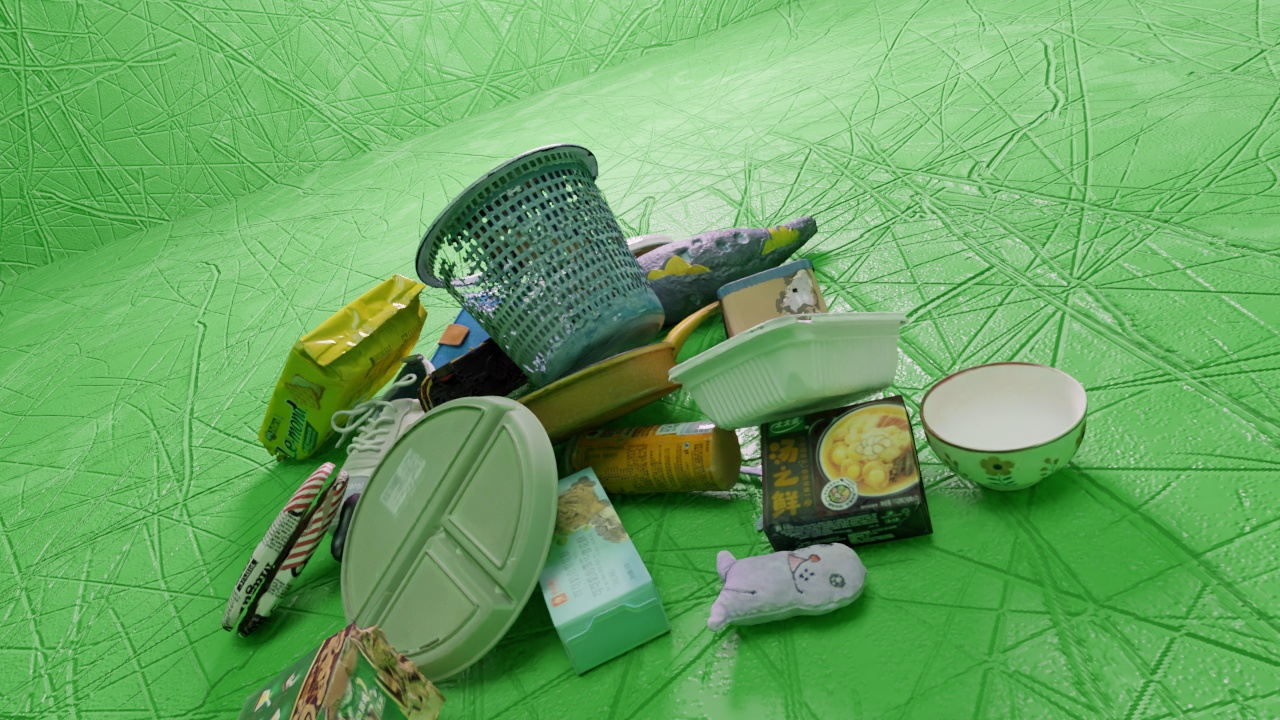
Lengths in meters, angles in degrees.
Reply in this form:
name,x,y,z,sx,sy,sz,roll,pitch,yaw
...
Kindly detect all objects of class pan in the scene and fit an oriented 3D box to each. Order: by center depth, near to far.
name,x,y,z,sx,sy,sz,roll,pitch,yaw
pan,-0.005,0.005,0.883,0.356,0.078,0.198,-19,-7,-42

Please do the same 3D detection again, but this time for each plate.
name,x,y,z,sx,sy,sz,roll,pitch,yaw
plate,-0.157,0.130,0.712,0.231,0.027,0.229,-21,54,31

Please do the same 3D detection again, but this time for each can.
name,x,y,z,sx,sy,sz,roll,pitch,yaw
can,0.010,0.084,0.782,0.146,0.058,0.058,-7,29,29

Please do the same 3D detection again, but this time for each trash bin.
name,x,y,z,sx,sy,sz,roll,pitch,yaw
trash bin,-0.088,-0.077,0.955,0.226,0.195,0.227,-33,-13,-9

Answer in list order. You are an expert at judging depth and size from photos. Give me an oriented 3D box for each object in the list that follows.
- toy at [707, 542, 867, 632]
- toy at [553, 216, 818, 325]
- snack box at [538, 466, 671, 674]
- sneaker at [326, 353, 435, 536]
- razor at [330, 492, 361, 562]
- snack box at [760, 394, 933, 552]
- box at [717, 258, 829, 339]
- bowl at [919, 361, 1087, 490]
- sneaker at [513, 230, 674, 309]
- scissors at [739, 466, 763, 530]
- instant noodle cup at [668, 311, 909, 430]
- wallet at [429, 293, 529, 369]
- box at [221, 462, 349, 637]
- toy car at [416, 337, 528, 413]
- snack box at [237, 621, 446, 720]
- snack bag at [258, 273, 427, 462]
name,x,y,z,sx,sy,sz,roll,pitch,yaw
toy,0.101,0.151,0.629,0.108,0.039,0.083,-14,23,13
toy,0.056,-0.098,1.070,0.356,0.091,0.138,-18,15,-4
snack box,-0.043,0.153,0.702,0.074,0.052,0.175,-23,27,-9
sneaker,-0.259,0.077,0.942,0.090,0.091,0.241,-10,29,18
razor,-0.194,0.138,0.821,0.167,0.067,0.062,-13,9,-3
snack box,0.151,0.081,0.693,0.113,0.053,0.125,-14,43,18
box,0.122,-0.027,0.835,0.090,0.062,0.184,-17,-14,2
bowl,0.268,0.055,0.675,0.113,0.062,0.113,-15,28,8
sneaker,-0.069,-0.107,1.155,0.241,0.118,0.087,-24,47,1
scissors,0.131,0.092,0.747,0.134,0.017,0.133,6,41,39
instant noodle cup,0.126,0.011,0.734,0.173,0.060,0.138,-6,-15,-42
wallet,-0.194,-0.018,1.083,0.106,0.040,0.132,12,65,40
box,-0.303,0.166,0.801,0.164,0.060,0.072,-58,-5,-10
toy car,-0.173,0.021,0.992,0.041,0.071,0.155,-25,10,39
snack box,-0.195,0.250,0.572,0.106,0.118,0.117,-27,25,11
snack bag,-0.331,0.018,1.023,0.157,0.068,0.247,-47,1,-44
